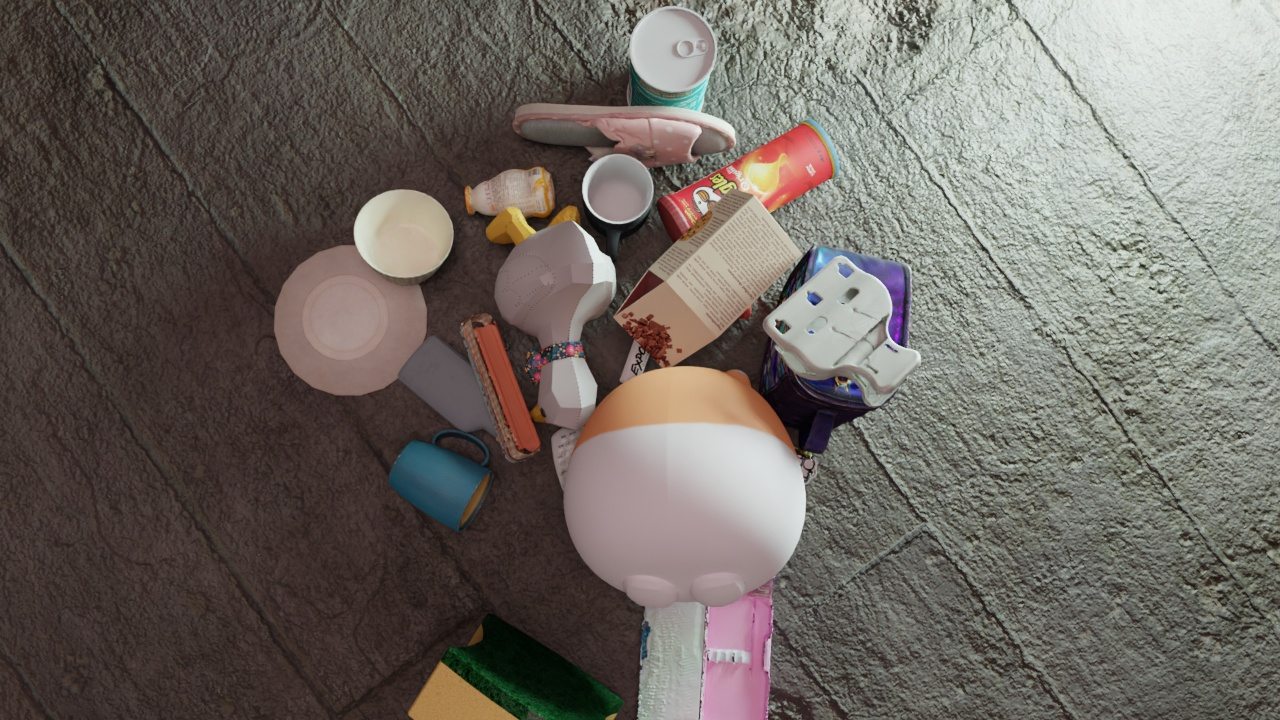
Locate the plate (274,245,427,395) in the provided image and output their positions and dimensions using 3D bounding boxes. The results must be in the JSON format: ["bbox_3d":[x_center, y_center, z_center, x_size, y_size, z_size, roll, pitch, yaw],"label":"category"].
[{"bbox_3d":[-0.361,-0.052,1.132,0.189,0.027,0.188,0,86,-2],"label":"plate"}]

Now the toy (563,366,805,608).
[{"bbox_3d":[0.049,0.134,1.025,0.263,0.266,0.280,-4,55,9],"label":"toy"}]

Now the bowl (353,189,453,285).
[{"bbox_3d":[-0.286,-0.142,1.114,0.115,0.063,0.115,3,72,-11],"label":"bowl"}]

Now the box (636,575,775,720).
[{"bbox_3d":[0.079,0.349,1.112,0.159,0.035,0.230,4,86,-1],"label":"box"}]

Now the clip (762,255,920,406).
[{"bbox_3d":[0.214,-0.021,0.942,0.124,0.082,0.147,-42,82,-12],"label":"clip"}]

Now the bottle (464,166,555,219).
[{"bbox_3d":[-0.161,-0.203,1.133,0.108,0.063,0.063,-6,86,-1],"label":"bottle"}]

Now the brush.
[{"bbox_3d":[-0.124,0.376,0.996,0.195,0.250,0.075,32,85,4],"label":"brush"}]

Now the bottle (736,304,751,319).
[{"bbox_3d":[0.082,-0.069,1.139,0.109,0.044,0.044,-3,86,0],"label":"bottle"}]

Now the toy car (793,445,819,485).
[{"bbox_3d":[0.169,0.120,1.134,0.107,0.030,0.049,26,84,3],"label":"toy car"}]

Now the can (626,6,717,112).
[{"bbox_3d":[0.035,-0.346,1.107,0.099,0.144,0.099,0,86,-2],"label":"can"}]

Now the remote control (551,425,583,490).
[{"bbox_3d":[-0.072,0.135,1.127,0.060,0.028,0.114,-19,87,-3],"label":"remote control"}]

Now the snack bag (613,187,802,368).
[{"bbox_3d":[0.073,-0.090,1.066,0.206,0.070,0.094,-44,114,1],"label":"snack bag"}]

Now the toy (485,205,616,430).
[{"bbox_3d":[-0.094,-0.058,1.068,0.140,0.247,0.267,-5,67,-24],"label":"toy"}]

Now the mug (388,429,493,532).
[{"bbox_3d":[-0.234,0.134,1.104,0.104,0.085,0.111,26,57,6],"label":"mug"}]

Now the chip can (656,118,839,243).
[{"bbox_3d":[0.132,-0.210,1.130,0.213,0.087,0.087,-30,87,-5],"label":"chip can"}]

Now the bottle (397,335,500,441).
[{"bbox_3d":[-0.213,0.045,1.120,0.161,0.046,0.072,39,86,1],"label":"bottle"}]

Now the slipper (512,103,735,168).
[{"bbox_3d":[-0.021,-0.269,1.120,0.274,0.114,0.054,5,81,5],"label":"slipper"}]

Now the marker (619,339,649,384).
[{"bbox_3d":[-0.007,0.007,1.140,0.025,0.025,0.126,20,85,0],"label":"marker"}]

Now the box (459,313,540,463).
[{"bbox_3d":[-0.164,0.029,1.088,0.058,0.053,0.186,-22,80,-4],"label":"box"}]

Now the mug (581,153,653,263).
[{"bbox_3d":[-0.030,-0.179,1.118,0.085,0.094,0.121,6,86,-1],"label":"mug"}]

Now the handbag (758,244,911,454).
[{"bbox_3d":[0.218,-0.002,1.064,0.125,0.205,0.221,12,78,-1],"label":"handbag"}]
